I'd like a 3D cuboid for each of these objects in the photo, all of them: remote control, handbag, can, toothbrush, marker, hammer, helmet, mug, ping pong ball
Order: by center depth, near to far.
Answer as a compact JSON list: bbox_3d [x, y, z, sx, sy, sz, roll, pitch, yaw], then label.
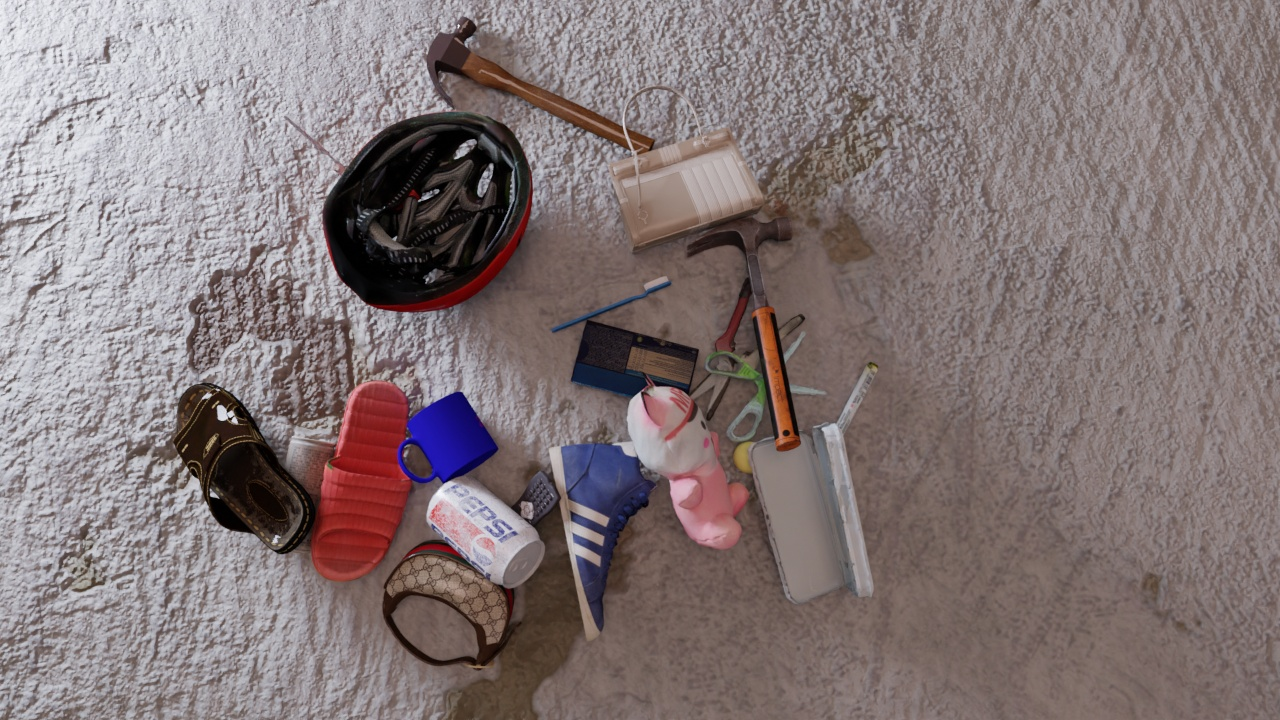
[{"bbox_3d":[-0.183,0.201,1.083,0.136,0.078,0.078,33,80,29],"label":"can"},{"bbox_3d":[-0.139,0.186,1.105,0.046,0.009,0.125,53,122,23],"label":"remote control"},{"bbox_3d":[-0.229,0.300,1.105,0.166,0.063,0.138,27,98,-1],"label":"handbag"},{"bbox_3d":[-0.242,0.102,1.114,0.111,0.079,0.083,-31,82,-25],"label":"mug"},{"bbox_3d":[-0.413,0.163,1.118,0.054,0.054,0.135,9,80,0],"label":"can"},{"bbox_3d":[-0.250,-0.177,1.120,0.217,0.167,0.271,42,82,5],"label":"helmet"},{"bbox_3d":[-0.396,-0.259,1.122,0.010,0.181,0.010,13,83,6],"label":"toothbrush"},{"bbox_3d":[0.142,-0.038,1.130,0.138,0.035,0.313,-7,64,0],"label":"hammer"},{"bbox_3d":[0.136,0.121,1.144,0.040,0.040,0.040,0,81,-1],"label":"ping pong ball"},{"bbox_3d":[0.265,0.068,1.168,0.017,0.017,0.146,29,81,3],"label":"marker"},{"bbox_3d":[-0.039,-0.072,1.184,0.166,0.016,0.014,-22,82,-4],"label":"toothbrush"},{"bbox_3d":[0.042,-0.260,1.186,0.175,0.062,0.198,-18,86,-4],"label":"handbag"},{"bbox_3d":[-0.133,-0.347,1.220,0.323,0.033,0.115,25,79,2],"label":"hammer"}]

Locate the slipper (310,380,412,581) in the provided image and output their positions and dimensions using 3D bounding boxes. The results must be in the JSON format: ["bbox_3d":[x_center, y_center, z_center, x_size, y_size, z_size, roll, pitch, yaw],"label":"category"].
[{"bbox_3d":[-0.329,0.142,1.107,0.103,0.059,0.248,15,75,-22],"label":"slipper"}]

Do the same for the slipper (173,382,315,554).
[{"bbox_3d":[-0.482,0.122,1.083,0.268,0.075,0.113,41,93,25],"label":"slipper"}]

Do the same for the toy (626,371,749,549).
[{"bbox_3d":[0.052,0.116,1.089,0.084,0.141,0.213,-25,102,20],"label":"toy"}]

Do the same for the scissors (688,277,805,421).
[{"bbox_3d":[0.130,-0.019,1.170,0.179,0.015,0.187,-8,80,-11],"label":"scissors"}]

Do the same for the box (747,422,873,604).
[{"bbox_3d":[0.195,0.189,1.106,0.124,0.106,0.215,-11,86,4],"label":"box"}]

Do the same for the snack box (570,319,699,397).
[{"bbox_3d":[-0.007,0.007,1.166,0.150,0.027,0.082,15,83,1],"label":"snack box"}]

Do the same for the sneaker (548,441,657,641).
[{"bbox_3d":[-0.030,0.207,1.107,0.118,0.091,0.233,-11,73,-6],"label":"sneaker"}]

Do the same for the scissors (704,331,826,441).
[{"bbox_3d":[0.157,0.034,1.156,0.171,0.023,0.167,13,78,-14],"label":"scissors"}]
